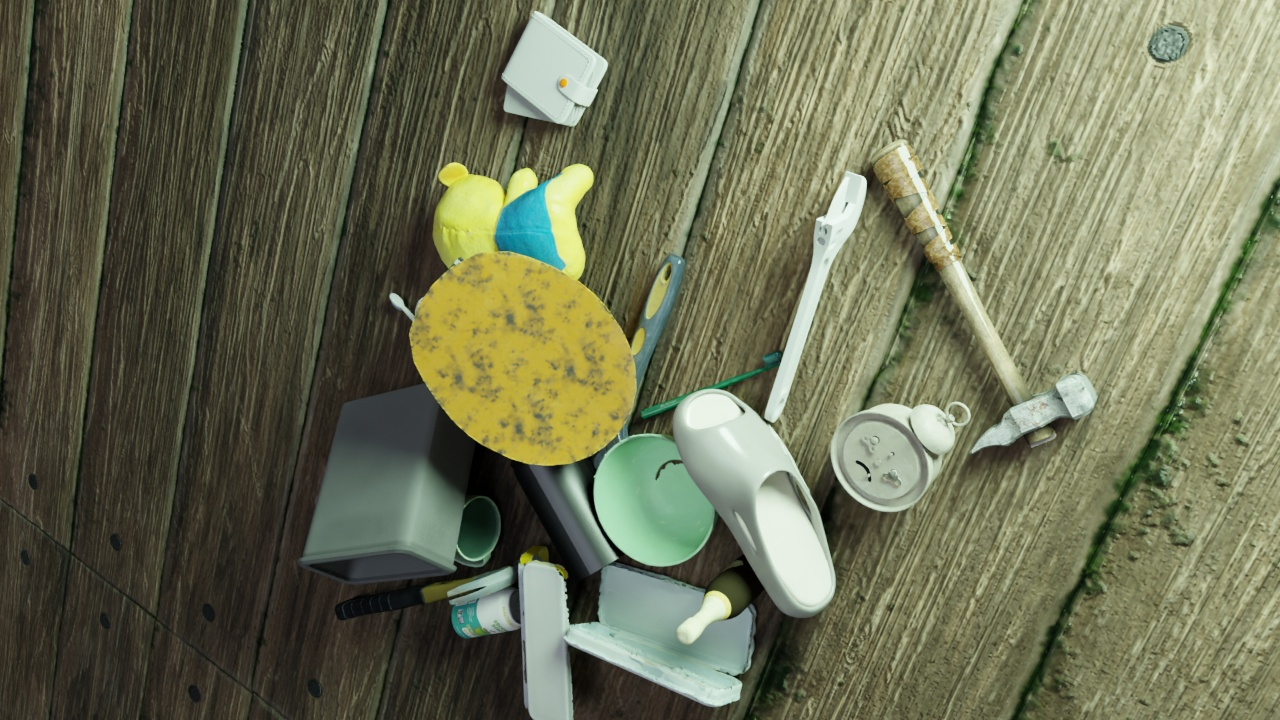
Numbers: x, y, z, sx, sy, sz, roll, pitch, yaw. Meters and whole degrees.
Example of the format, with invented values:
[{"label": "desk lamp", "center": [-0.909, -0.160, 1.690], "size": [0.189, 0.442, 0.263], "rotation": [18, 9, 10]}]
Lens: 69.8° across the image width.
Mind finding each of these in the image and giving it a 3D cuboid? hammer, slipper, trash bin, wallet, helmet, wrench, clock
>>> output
[{"label": "hammer", "center": [-0.297, 0.315, 1.231], "size": [0.334, 0.117, 0.025], "rotation": [-19, 87, 34]}, {"label": "slipper", "center": [0.136, 0.142, 0.954], "size": [0.266, 0.112, 0.081], "rotation": [62, 149, 3]}, {"label": "trash bin", "center": [-0.309, 0.155, 1.151], "size": [0.192, 0.097, 0.219], "rotation": [-13, 56, 29]}, {"label": "wallet", "center": [-0.108, -0.322, 1.063], "size": [0.118, 0.037, 0.115], "rotation": [42, 114, 20]}, {"label": "helmet", "center": [-0.128, -0.009, 1.041], "size": [0.255, 0.131, 0.205], "rotation": [41, 95, -11]}, {"label": "wrench", "center": [-0.006, 0.006, 1.061], "size": [0.073, 0.022, 0.274], "rotation": [35, 111, 38]}, {"label": "wrench", "center": [0.176, -0.059, 0.943], "size": [0.018, 0.086, 0.274], "rotation": [25, 119, 23]}, {"label": "hammer", "center": [0.308, -0.065, 0.879], "size": [0.122, 0.048, 0.318], "rotation": [-30, 82, 31]}, {"label": "clock", "center": [0.263, 0.083, 0.906], "size": [0.157, 0.061, 0.103], "rotation": [-42, 76, 42]}]

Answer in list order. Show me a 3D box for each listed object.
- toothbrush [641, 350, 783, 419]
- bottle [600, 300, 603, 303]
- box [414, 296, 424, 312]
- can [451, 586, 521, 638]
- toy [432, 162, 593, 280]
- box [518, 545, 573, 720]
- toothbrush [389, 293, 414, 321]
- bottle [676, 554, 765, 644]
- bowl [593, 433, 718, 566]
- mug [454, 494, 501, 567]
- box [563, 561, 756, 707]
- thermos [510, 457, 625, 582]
[{"label": "toothbrush", "center": [0.079, 0.029, 1.029], "size": [0.190, 0.016, 0.017], "rotation": [-24, 89, 29]}, {"label": "bottle", "center": [-0.091, -0.053, 1.102], "size": [0.106, 0.025, 0.025], "rotation": [-11, 92, 29]}, {"label": "box", "center": [-0.211, -0.019, 1.135], "size": [0.166, 0.083, 0.093], "rotation": [57, 150, 7]}, {"label": "can", "center": [-0.195, 0.330, 1.200], "size": [0.102, 0.054, 0.055], "rotation": [-19, 89, 29]}, {"label": "toy", "center": [-0.164, -0.160, 1.092], "size": [0.214, 0.083, 0.149], "rotation": [6, 99, 25]}, {"label": "box", "center": [-0.121, 0.342, 1.139], "size": [0.117, 0.057, 0.210], "rotation": [-162, 70, -67]}, {"label": "toothbrush", "center": [-0.255, -0.014, 1.196], "size": [0.222, 0.027, 0.027], "rotation": [43, 148, 17]}, {"label": "bottle", "center": [0.085, 0.254, 0.964], "size": [0.045, 0.184, 0.045], "rotation": [5, 100, 27]}, {"label": "bowl", "center": [0.029, 0.150, 1.040], "size": [0.151, 0.076, 0.151], "rotation": [5, 100, 27]}, {"label": "mug", "center": [-0.242, 0.227, 1.202], "size": [0.104, 0.083, 0.111], "rotation": [-2, 125, 35]}, {"label": "box", "center": [0.029, 0.302, 1.072], "size": [0.215, 0.106, 0.127], "rotation": [15, 81, 26]}, {"label": "thermos", "center": [-0.091, 0.156, 1.099], "size": [0.086, 0.086, 0.198], "rotation": [-35, 81, 28]}]
